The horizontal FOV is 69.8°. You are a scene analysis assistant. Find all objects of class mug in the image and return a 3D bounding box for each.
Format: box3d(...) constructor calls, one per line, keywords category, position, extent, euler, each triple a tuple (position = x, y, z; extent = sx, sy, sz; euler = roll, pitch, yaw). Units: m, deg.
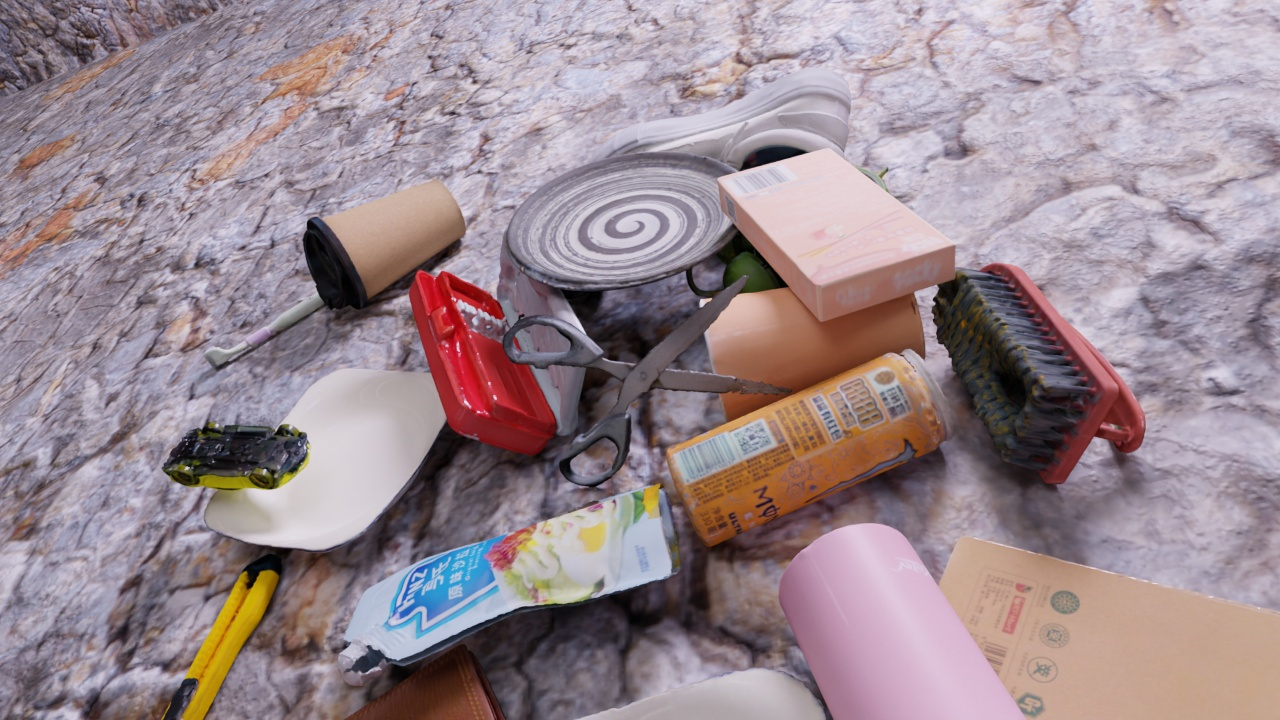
box3d(category="mug", position=(0.103, -0.013, 0.555), extent=(0.123, 0.078, 0.078), euler=(-13, 38, 7))

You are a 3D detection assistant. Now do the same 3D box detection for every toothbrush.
box3d(category="toothbrush", position=(-0.329, -0.050, 0.883), extent=(0.189, 0.029, 0.020), euler=(-34, 80, -14))

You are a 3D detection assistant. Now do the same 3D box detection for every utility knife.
box3d(category="utility knife", position=(-0.265, 0.205, 0.538), extent=(0.033, 0.015, 0.222), euler=(-12, 39, 20))

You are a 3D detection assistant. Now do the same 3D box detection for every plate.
box3d(category="plate", position=(0.012, 0.211, 0.357), extent=(0.164, 0.034, 0.164), euler=(-18, 39, 6))
box3d(category="plate", position=(-0.211, 0.073, 0.653), extent=(0.164, 0.034, 0.163), euler=(2, 44, 32))
box3d(category="plate", position=(-0.009, -0.097, 0.658), extent=(0.179, 0.024, 0.179), euler=(-7, 38, 6))

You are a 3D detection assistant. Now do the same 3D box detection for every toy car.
box3d(category="toy car", position=(-0.278, 0.071, 0.640), extent=(0.105, 0.032, 0.048), euler=(-1, 41, 13))

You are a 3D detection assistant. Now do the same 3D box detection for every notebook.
box3d(category="notebook", position=(0.202, 0.149, 0.352), extent=(0.208, 0.008, 0.147), euler=(9, 49, 37))

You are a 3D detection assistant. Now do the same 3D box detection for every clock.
box3d(category="clock", position=(0.110, -0.080, 0.643), extent=(0.161, 0.056, 0.116), euler=(-19, 36, 9))

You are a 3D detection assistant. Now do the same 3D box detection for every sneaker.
box3d(category="sneaker", position=(0.058, -0.152, 0.748), extent=(0.243, 0.089, 0.090), euler=(-10, 70, 37))

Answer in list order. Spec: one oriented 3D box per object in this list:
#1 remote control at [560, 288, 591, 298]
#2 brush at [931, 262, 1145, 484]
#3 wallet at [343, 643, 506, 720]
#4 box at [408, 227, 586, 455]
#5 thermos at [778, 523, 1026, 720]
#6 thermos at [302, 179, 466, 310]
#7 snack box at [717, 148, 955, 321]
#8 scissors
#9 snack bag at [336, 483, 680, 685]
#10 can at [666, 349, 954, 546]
box3d(category="remote control", position=(-0.059, -0.085, 0.770), extent=(0.053, 0.024, 0.136), euler=(-26, 38, -4))
box3d(category="brush", position=(0.211, -0.004, 0.497), extent=(0.069, 0.063, 0.145), euler=(7, 35, -10))
box3d(category="wallet", position=(-0.120, 0.206, 0.445), extent=(0.124, 0.032, 0.101), euler=(-31, 34, -10))
box3d(category="box", position=(-0.094, -0.029, 0.656), extent=(0.101, 0.095, 0.201), euler=(-57, 34, 17))
box3d(category="thermos", position=(0.108, 0.147, 0.332), extent=(0.067, 0.087, 0.198), euler=(-50, 31, 20))
box3d(category="thermos", position=(-0.240, -0.112, 0.858), extent=(0.143, 0.093, 0.093), euler=(-33, 37, -25))
box3d(category="snack box", position=(0.113, -0.083, 0.562), extent=(0.084, 0.026, 0.157), euler=(-17, 37, -8))
box3d(category="scissors", position=(-0.004, 0.008, 0.536), extent=(0.159, 0.182, 0.014), euler=(34, 26, 5))
box3d(category="snack bag", position=(-0.073, 0.119, 0.504), extent=(0.191, 0.039, 0.110), euler=(-19, 23, 5))
box3d(category="can", position=(0.089, 0.047, 0.498), extent=(0.146, 0.058, 0.058), euler=(-24, 37, 1))
